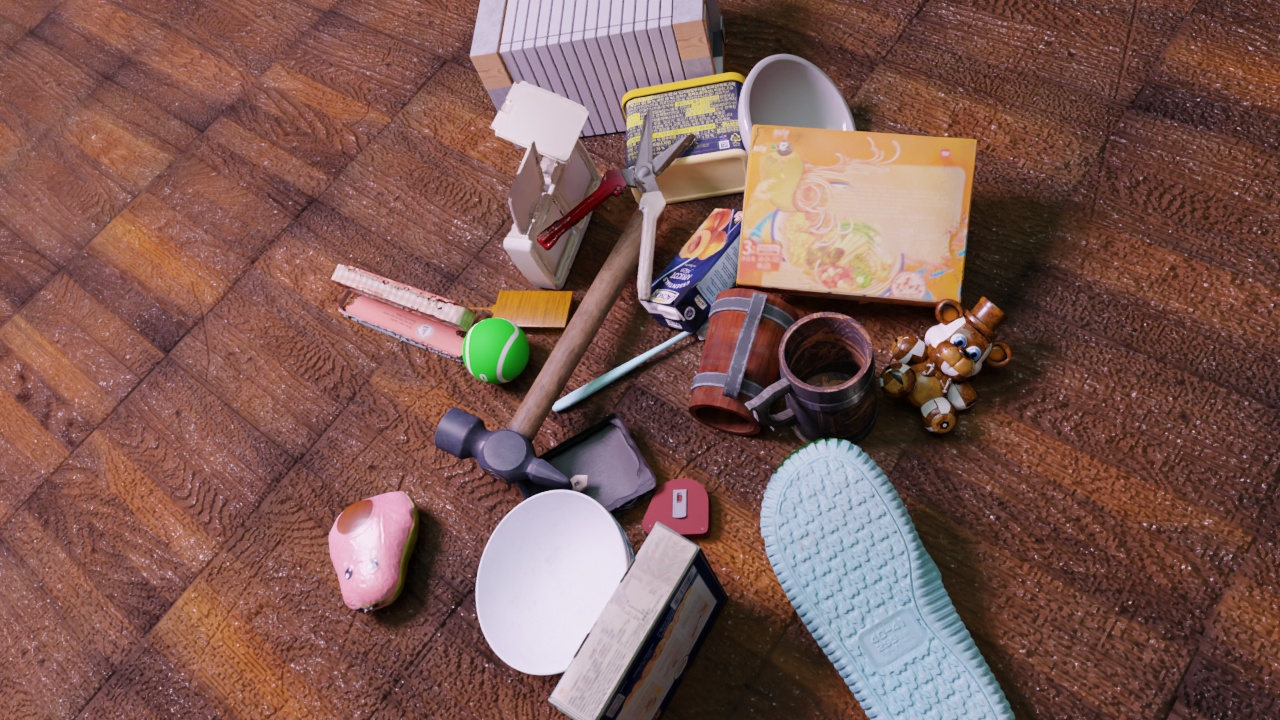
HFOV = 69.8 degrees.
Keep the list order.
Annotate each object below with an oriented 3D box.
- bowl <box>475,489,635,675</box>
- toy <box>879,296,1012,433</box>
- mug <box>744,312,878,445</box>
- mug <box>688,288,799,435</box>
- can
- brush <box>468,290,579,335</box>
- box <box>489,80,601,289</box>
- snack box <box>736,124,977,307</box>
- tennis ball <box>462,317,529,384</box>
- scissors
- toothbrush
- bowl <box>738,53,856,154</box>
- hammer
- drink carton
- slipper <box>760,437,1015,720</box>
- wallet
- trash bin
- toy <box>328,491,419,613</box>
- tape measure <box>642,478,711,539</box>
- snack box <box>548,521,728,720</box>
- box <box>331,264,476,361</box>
[{"bbox_3d":[-0.055,0.185,0.753,0.144,0.074,0.143,-12,64,27],"label":"bowl"},{"bbox_3d":[0.263,-0.003,0.779,0.087,0.067,0.113,40,105,-2],"label":"toy"},{"bbox_3d":[0.145,0.028,0.775,0.115,0.107,0.080,-34,58,-5],"label":"mug"},{"bbox_3d":[0.090,-0.004,0.806,0.081,0.117,0.111,16,70,8],"label":"mug"},{"bbox_3d":[0.051,-0.230,0.968,0.135,0.075,0.104,-7,62,12],"label":"can"},{"bbox_3d":[-0.130,-0.050,0.949,0.126,0.017,0.048,2,62,16],"label":"brush"},{"bbox_3d":[-0.083,-0.166,0.903,0.080,0.180,0.143,11,71,22],"label":"box"},{"bbox_3d":[0.190,-0.126,0.832,0.195,0.080,0.145,6,91,7],"label":"snack box"},{"bbox_3d":[-0.142,-0.009,0.901,0.065,0.065,0.065,-7,60,12],"label":"tennis ball"},{"bbox_3d":[-0.011,-0.145,0.887,0.198,0.015,0.179,-23,83,-15],"label":"scissors"},{"bbox_3d":[-0.005,0.005,0.885,0.180,0.016,0.016,-28,29,1],"label":"toothbrush"},{"bbox_3d":[0.151,-0.229,0.925,0.043,0.149,0.149,-20,45,56],"label":"bowl"},{"bbox_3d":[-0.056,-0.026,0.871,0.129,0.040,0.321,24,66,11],"label":"hammer"},{"bbox_3d":[0.063,-0.088,0.891,0.130,0.040,0.064,-51,32,-14],"label":"drink carton"},{"bbox_3d":[0.184,0.192,0.700,0.116,0.069,0.276,-29,73,-1],"label":"slipper"},{"bbox_3d":[-0.050,0.110,0.831,0.115,0.026,0.089,-30,58,-2],"label":"wallet"},{"bbox_3d":[-0.038,-0.353,1.020,0.247,0.142,0.142,-4,60,13],"label":"trash bin"},{"bbox_3d":[-0.240,0.175,0.833,0.090,0.051,0.109,-18,59,6],"label":"toy"},{"bbox_3d":[0.031,0.129,0.802,0.059,0.019,0.051,-5,61,13],"label":"tape measure"},{"bbox_3d":[0.005,0.212,0.688,0.043,0.145,0.144,25,71,24],"label":"snack box"},{"bbox_3d":[-0.253,-0.053,0.966,0.187,0.056,0.067,18,99,25],"label":"box"}]
